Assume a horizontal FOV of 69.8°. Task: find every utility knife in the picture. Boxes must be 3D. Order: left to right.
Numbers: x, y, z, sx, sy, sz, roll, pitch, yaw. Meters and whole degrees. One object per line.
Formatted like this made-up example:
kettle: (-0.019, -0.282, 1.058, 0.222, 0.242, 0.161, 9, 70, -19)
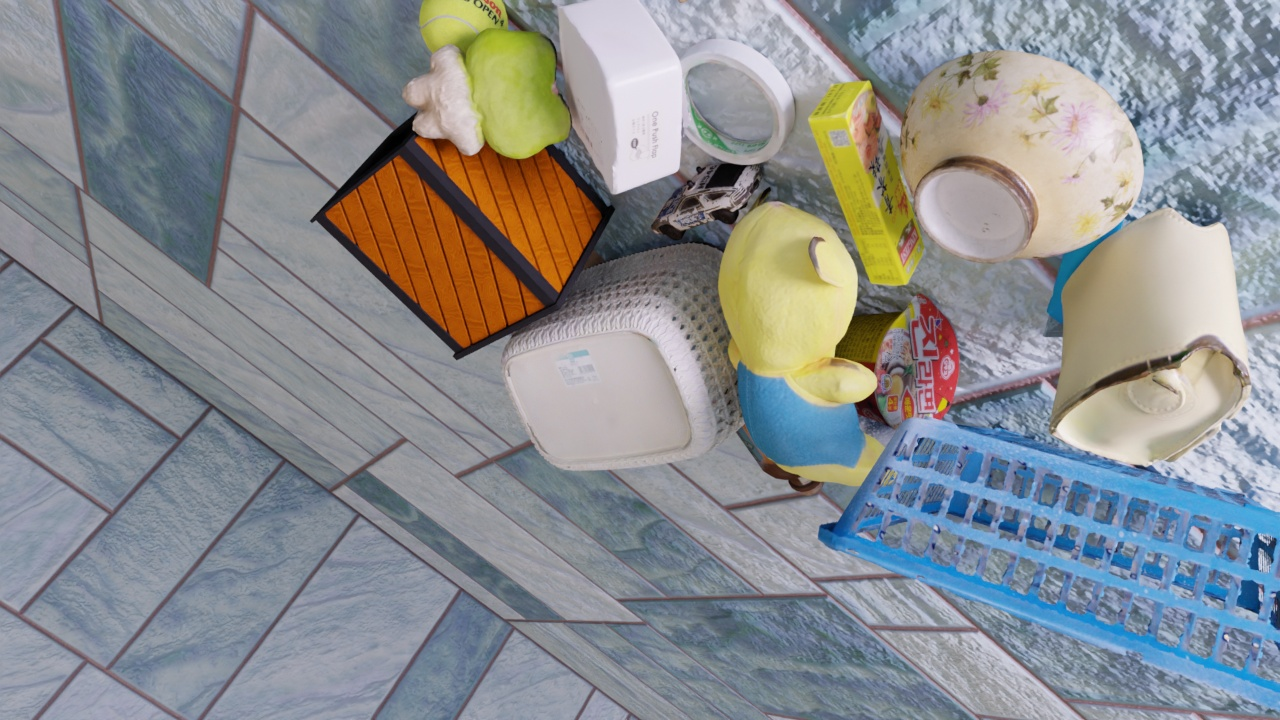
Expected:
utility knife: (0.286, -0.067, 0.594, 0.031, 0.015, 0.175, 24, 150, 24)

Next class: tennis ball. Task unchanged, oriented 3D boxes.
tennis ball: (-0.132, -0.253, 0.688, 0.065, 0.065, 0.065, 26, 152, 15)

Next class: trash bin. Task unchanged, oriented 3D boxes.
trash bin: (-0.147, -0.126, 0.790, 0.140, 0.139, 0.172, -22, 121, 39)

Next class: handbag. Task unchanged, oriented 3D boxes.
handbag: (0.303, -0.011, 0.544, 0.081, 0.119, 0.111, 19, 148, 3)

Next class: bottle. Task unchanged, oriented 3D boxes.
bottle: (0.142, 0.080, 0.925, 0.068, 0.067, 0.157, 3, 140, 45)

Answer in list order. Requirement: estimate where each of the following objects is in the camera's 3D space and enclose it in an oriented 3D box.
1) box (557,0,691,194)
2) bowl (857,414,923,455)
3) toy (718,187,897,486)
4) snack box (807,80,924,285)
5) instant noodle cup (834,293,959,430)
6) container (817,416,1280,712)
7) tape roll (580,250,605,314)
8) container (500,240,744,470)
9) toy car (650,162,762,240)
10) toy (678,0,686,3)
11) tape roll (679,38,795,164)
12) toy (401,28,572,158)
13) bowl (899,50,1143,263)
box: (0.003, -0.193, 0.641, 0.107, 0.095, 0.102, 91, 156, -55)
bowl: (0.201, 0.070, 0.856, 0.114, 0.060, 0.114, 25, 151, 14)
toy: (0.111, -0.014, 0.682, 0.149, 0.083, 0.214, 24, 129, 57)
snack box: (0.157, -0.117, 0.625, 0.029, 0.040, 0.148, 8, 143, 41)
instant noodle cup: (0.181, 0.005, 0.745, 0.113, 0.100, 0.100, 6, 143, 53)
container: (0.301, 0.109, 0.618, 0.257, 0.089, 0.361, 16, -177, 30)
tape roll: (-0.072, -0.086, 0.932, 0.094, 0.027, 0.094, 26, 151, 15)
container: (-0.005, 0.005, 0.830, 0.252, 0.142, 0.185, -11, 108, 37)
toy car: (0.046, -0.128, 0.716, 0.040, 0.048, 0.113, 44, 151, -24)
toy: (0.015, -0.266, 0.489, 0.108, 0.134, 0.106, 36, 110, -4)
tape roll: (0.063, -0.181, 0.647, 0.094, 0.018, 0.094, 26, 151, 15)
toy: (-0.112, -0.189, 0.662, 0.118, 0.043, 0.092, -9, 112, 9)
bowl: (0.211, -0.105, 0.547, 0.145, 0.063, 0.145, 32, 153, 18)
